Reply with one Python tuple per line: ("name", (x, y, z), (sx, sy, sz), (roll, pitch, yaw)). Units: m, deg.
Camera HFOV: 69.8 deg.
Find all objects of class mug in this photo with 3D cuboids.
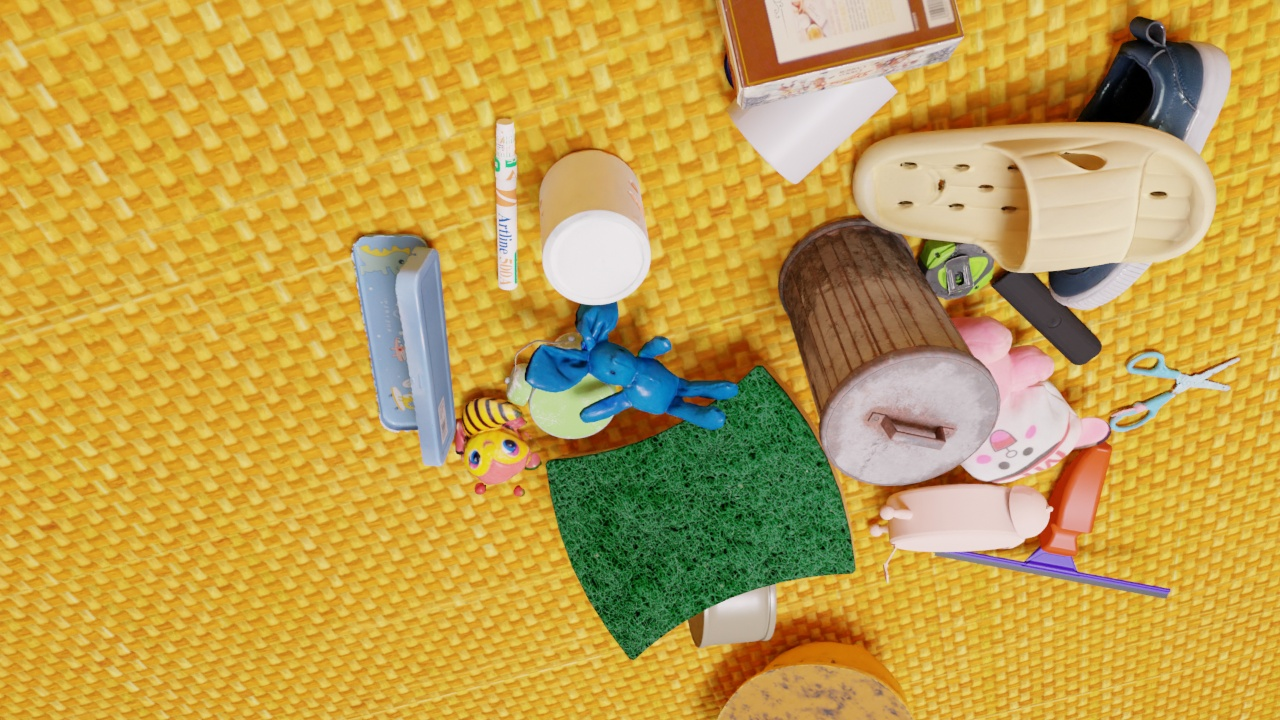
("mug", (-0.036, -0.104, 0.707), (0.082, 0.105, 0.082), (-3, 126, -5))
("mug", (0.114, -0.205, 0.676), (0.097, 0.078, 0.112), (-42, 92, 22))

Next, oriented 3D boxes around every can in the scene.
("can", (0.089, 0.229, 0.952), (0.073, 0.127, 0.128), (-3, 126, -7))

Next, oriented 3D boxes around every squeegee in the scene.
("squeegee", (0.465, 0.159, 0.986), (0.250, 0.055, 0.185), (9, 126, 8))

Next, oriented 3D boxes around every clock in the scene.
("clock", (-0.066, 0.024, 0.838), (0.094, 0.042, 0.119), (-34, 122, 17))
("clock", (0.323, 0.173, 0.933), (0.160, 0.086, 0.131), (-9, 160, 6))

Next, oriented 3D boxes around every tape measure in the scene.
("tape measure", (0.277, -0.082, 0.800), (0.066, 0.035, 0.059), (-19, 127, 7))

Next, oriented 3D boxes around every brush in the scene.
("brush", (0.056, 0.136, 0.845), (0.250, 0.075, 0.195), (-25, 84, 12))

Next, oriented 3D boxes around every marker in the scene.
("marker", (-0.108, -0.123, 0.740), (0.017, 0.017, 0.146), (0, 126, -7))

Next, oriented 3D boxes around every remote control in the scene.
("remote control", (0.379, -0.042, 0.853), (0.146, 0.015, 0.033), (34, 116, -27))

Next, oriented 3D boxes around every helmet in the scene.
("helmet", (0.219, 0.424, 1.104), (0.205, 0.131, 0.256), (48, 119, 1))

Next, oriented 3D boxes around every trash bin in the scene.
("trash bin", (0.190, -0.008, 0.733), (0.131, 0.210, 0.131), (-2, 129, -3))

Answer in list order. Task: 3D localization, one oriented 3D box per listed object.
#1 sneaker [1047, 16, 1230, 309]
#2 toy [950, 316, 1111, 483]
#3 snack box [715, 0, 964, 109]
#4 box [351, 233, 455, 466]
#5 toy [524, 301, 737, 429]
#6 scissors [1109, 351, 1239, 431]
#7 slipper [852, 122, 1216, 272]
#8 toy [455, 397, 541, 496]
("sneaker", (0.373, -0.148, 0.733), (0.087, 0.089, 0.236), (4, 120, -14))
("toy", (0.336, 0.046, 0.872), (0.213, 0.084, 0.142), (36, 118, -25))
("snack box", (0.121, -0.255, 0.604), (0.147, 0.041, 0.143), (-12, 86, 3))
("box", (-0.208, -0.006, 0.791), (0.079, 0.072, 0.211), (7, 127, 5))
("toy", (-0.005, 0.005, 0.783), (0.176, 0.112, 0.071), (23, 163, -12))
("scissors", (0.531, 0.017, 0.919), (0.139, 0.015, 0.120), (-32, 124, 9))
("slipper", (0.288, -0.120, 0.692), (0.262, 0.079, 0.111), (9, 128, 21))
("toy", (-0.138, 0.078, 0.867), (0.084, 0.046, 0.103), (7, 118, 16))
